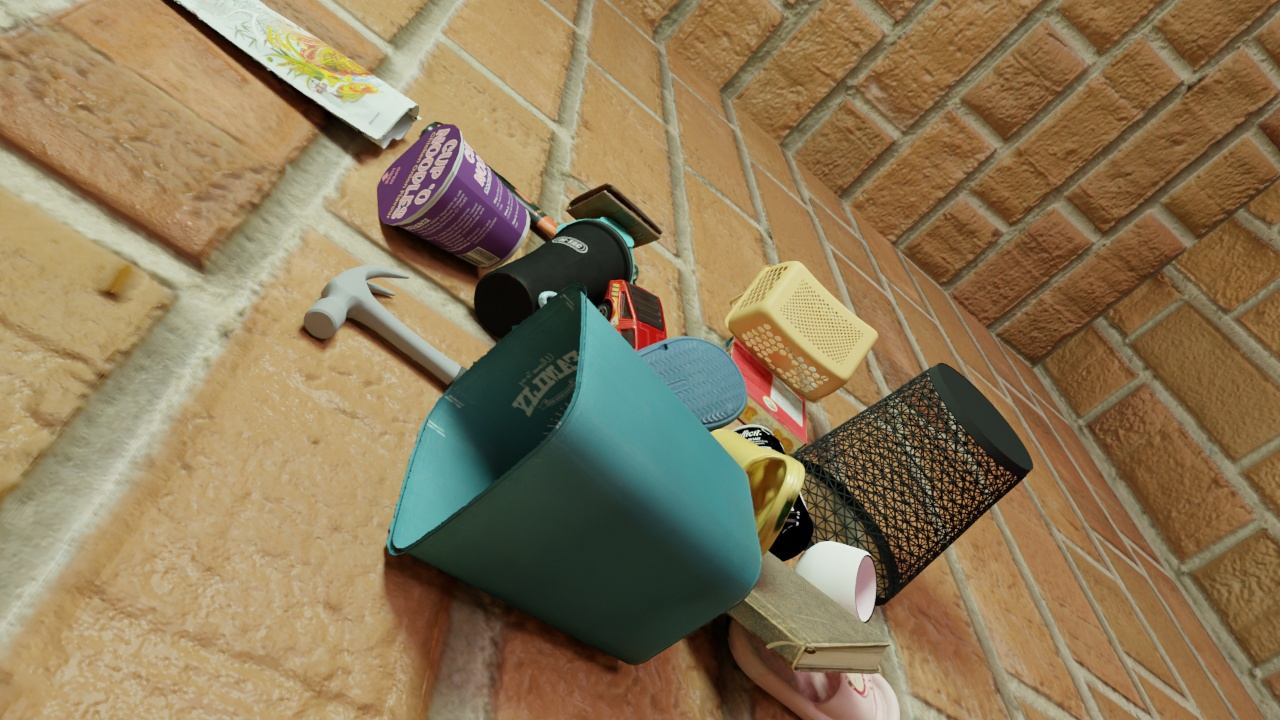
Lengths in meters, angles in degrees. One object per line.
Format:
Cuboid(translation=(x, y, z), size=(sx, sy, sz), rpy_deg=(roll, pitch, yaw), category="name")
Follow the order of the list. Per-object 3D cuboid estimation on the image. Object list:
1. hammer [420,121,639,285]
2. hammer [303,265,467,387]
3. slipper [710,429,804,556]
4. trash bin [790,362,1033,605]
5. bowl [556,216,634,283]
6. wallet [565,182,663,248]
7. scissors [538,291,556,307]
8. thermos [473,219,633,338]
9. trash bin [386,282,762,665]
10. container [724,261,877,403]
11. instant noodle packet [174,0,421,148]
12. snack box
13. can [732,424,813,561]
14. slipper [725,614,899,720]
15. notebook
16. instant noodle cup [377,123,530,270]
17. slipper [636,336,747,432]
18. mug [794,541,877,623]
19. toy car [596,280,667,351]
Cuboid(translation=(-0.139, -0.189, 1.175), size=(0.333, 0.033, 0.132), rpy_deg=(39, 26, -11), category="hammer")
Cuboid(translation=(-0.148, 0.026, 0.824), size=(0.311, 0.030, 0.124), rpy_deg=(39, 25, -15), category="hammer")
Cuboid(translation=(0.081, 0.119, 0.891), size=(0.078, 0.099, 0.263), rpy_deg=(20, 1, -8), category="slipper")
Cuboid(translation=(0.327, 0.142, 1.132), size=(0.217, 0.244, 0.216), rpy_deg=(36, 26, -21), category="trash bin")
Cuboid(translation=(-0.043, -0.146, 1.160), size=(0.121, 0.046, 0.121), rpy_deg=(35, 25, -19), category="bowl")
Cuboid(translation=(-0.036, -0.184, 1.202), size=(0.098, 0.121, 0.026), rpy_deg=(40, 68, -22), category="wallet")
Cuboid(translation=(-0.086, -0.010, 0.923), size=(0.013, 0.130, 0.125), rpy_deg=(11, 31, 34), category="scissors")
Cuboid(translation=(-0.094, -0.087, 1.007), size=(0.106, 0.106, 0.218), rpy_deg=(47, 29, 3), category="thermos")
Cuboid(translation=(-0.037, 0.100, 0.706), size=(0.218, 0.197, 0.198), rpy_deg=(42, 24, -24), category="trash bin")
Cuboid(translation=(0.219, -0.037, 1.308), size=(0.183, 0.129, 0.167), rpy_deg=(41, -19, -8), category="container")
Cuboid(translation=(-0.374, -0.338, 1.010), size=(0.269, 0.057, 0.146), rpy_deg=(36, 24, -9), category="instant noodle packet")
Cuboid(translation=(0.167, 0.048, 1.274), size=(0.142, 0.040, 0.144), rpy_deg=(41, 24, -11), category="snack box")
Cuboid(translation=(0.135, 0.146, 1.019), size=(0.080, 0.080, 0.145), rpy_deg=(30, 29, -31), category="can")
Cuboid(translation=(0.168, 0.295, 0.872), size=(0.221, 0.056, 0.106), rpy_deg=(33, 29, -21), category="slipper")
Cuboid(translation=(0.098, 0.207, 0.825), size=(0.190, 0.034, 0.215), rpy_deg=(20, 9, -46), category="notebook")
Cuboid(translation=(-0.192, -0.162, 0.971), size=(0.137, 0.121, 0.122), rpy_deg=(7, -22, 45), category="instant noodle cup")
Cuboid(translation=(0.009, 0.037, 0.929), size=(0.213, 0.059, 0.103), rpy_deg=(-14, 82, -23), category="slipper")
Cuboid(translation=(0.211, 0.248, 0.986), size=(0.124, 0.076, 0.090), rpy_deg=(53, 47, -42), category="mug")
Cuboid(translation=(-0.006, 0.006, 0.999), size=(0.081, 0.056, 0.189), rpy_deg=(21, 59, -40), category="toy car")
